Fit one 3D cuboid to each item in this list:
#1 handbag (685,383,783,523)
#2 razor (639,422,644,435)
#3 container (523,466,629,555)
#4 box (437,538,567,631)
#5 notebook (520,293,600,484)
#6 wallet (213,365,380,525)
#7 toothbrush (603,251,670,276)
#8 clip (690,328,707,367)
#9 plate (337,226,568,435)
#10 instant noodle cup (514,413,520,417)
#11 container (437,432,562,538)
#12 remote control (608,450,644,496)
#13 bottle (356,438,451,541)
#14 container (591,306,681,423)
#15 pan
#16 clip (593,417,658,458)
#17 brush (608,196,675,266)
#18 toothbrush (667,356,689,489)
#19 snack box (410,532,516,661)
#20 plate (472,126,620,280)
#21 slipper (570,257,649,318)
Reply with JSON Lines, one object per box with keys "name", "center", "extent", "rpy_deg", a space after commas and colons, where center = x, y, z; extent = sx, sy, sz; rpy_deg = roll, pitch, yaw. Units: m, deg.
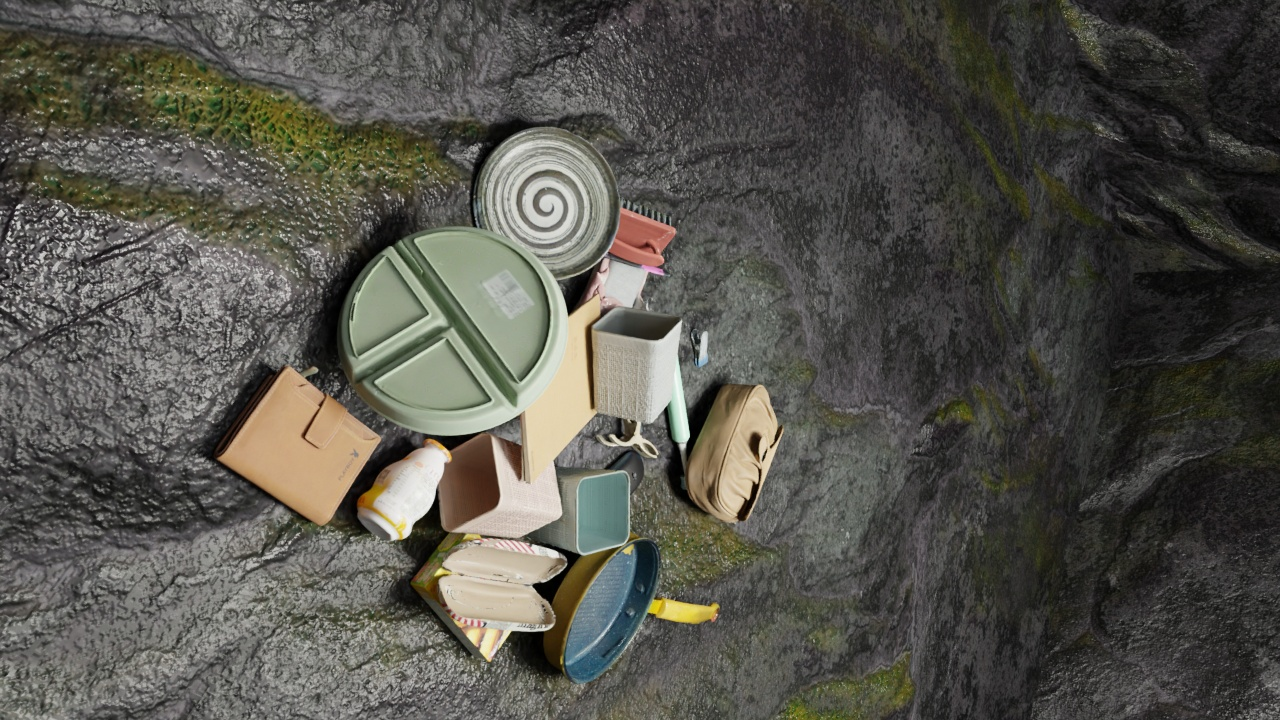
{"name": "handbag", "center": [0.146, 0.137, 1.361], "extent": [0.204, 0.100, 0.148], "rpy_deg": [-64, 142, -30]}
{"name": "razor", "center": [-0.001, 0.033, 1.256], "extent": [0.042, 0.022, 0.143], "rpy_deg": [-130, -136, -86]}
{"name": "container", "center": [-0.083, 0.173, 1.098], "extent": [0.090, 0.112, 0.090], "rpy_deg": [-2, 94, -49]}
{"name": "box", "center": [-0.145, 0.249, 1.007], "extent": [0.162, 0.075, 0.085], "rpy_deg": [24, 40, -49]}
{"name": "notebook", "center": [-0.087, 0.026, 1.040], "extent": [0.210, 0.012, 0.150], "rpy_deg": [-47, 140, -61]}
{"name": "wallet", "center": [-0.323, 0.077, 0.884], "extent": [0.130, 0.035, 0.118], "rpy_deg": [48, 63, -39]}
{"name": "toothbrush", "center": [-0.041, -0.135, 1.156], "extent": [0.189, 0.018, 0.014], "rpy_deg": [14, 49, -27]}
{"name": "clip", "center": [0.091, -0.019, 1.358], "extent": [0.024, 0.028, 0.057], "rpy_deg": [-28, 122, -43]}
{"name": "plate", "center": [-0.187, -0.038, 0.911], "extent": [0.027, 0.230, 0.229], "rpy_deg": [100, 12, -68]}
{"name": "instant noodle cup", "center": [-0.192, 0.001, 0.976], "extent": [0.116, 0.117, 0.124], "rpy_deg": [8, 73, -49]}
{"name": "container", "center": [-0.153, 0.144, 1.020], "extent": [0.110, 0.090, 0.090], "rpy_deg": [24, 44, -50]}
{"name": "remote control", "center": [-0.033, 0.169, 1.221], "extent": [0.136, 0.024, 0.053], "rpy_deg": [-40, 118, -40]}
{"name": "bottle", "center": [-0.242, 0.132, 0.951], "extent": [0.108, 0.063, 0.063], "rpy_deg": [-54, 129, -32]}
{"name": "container", "center": [-0.007, 0.007, 1.113], "extent": [0.090, 0.090, 0.114], "rpy_deg": [-45, 142, -59]}
{"name": "pan", "center": [0.005, 0.327, 1.212], "extent": [0.357, 0.078, 0.197], "rpy_deg": [22, 92, -61]}
{"name": "clip", "center": [-0.014, 0.090, 1.226], "extent": [0.099, 0.035, 0.098], "rpy_deg": [8, 81, -41]}
{"name": "brush", "center": [-0.033, -0.167, 1.147], "extent": [0.145, 0.063, 0.069], "rpy_deg": [20, 53, -19]}
{"name": "toothbrush", "center": [0.054, 0.082, 1.315], "extent": [0.026, 0.027, 0.224], "rpy_deg": [-21, 107, -42]}
{"name": "snack box", "center": [-0.190, 0.264, 1.041], "extent": [0.086, 0.034, 0.140], "rpy_deg": [-53, 126, -34]}
{"name": "plate", "center": [-0.110, -0.183, 1.080], "extent": [0.179, 0.024, 0.179], "rpy_deg": [-1, 92, -23]}
{"name": "slipper", "center": [-0.037, -0.060, 1.183], "extent": [0.114, 0.055, 0.273], "rpy_deg": [41, 62, -42]}
